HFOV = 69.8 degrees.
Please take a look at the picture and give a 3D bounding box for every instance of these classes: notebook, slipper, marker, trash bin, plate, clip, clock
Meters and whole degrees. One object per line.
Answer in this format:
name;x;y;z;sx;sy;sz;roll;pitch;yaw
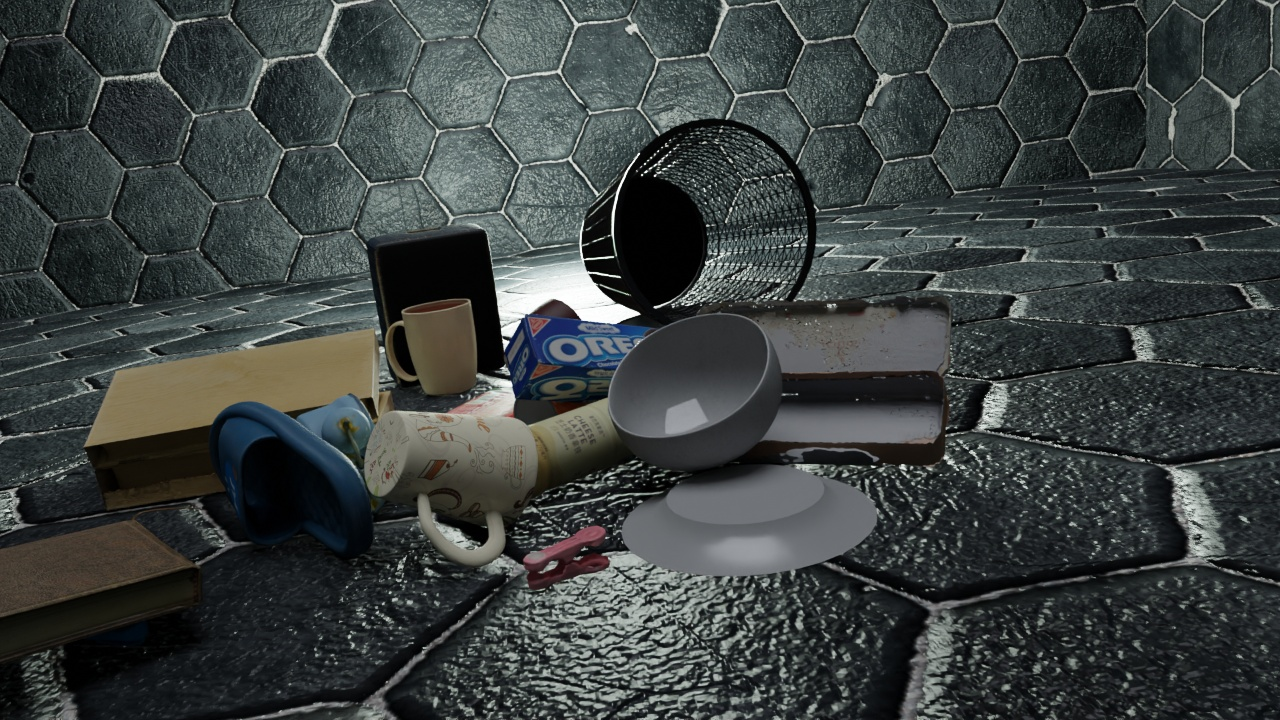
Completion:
notebook;-0.364;0.141;0.598;0.189;0.034;0.216;-12;7;-38
slipper;-0.270;0.089;0.679;0.214;0.104;0.059;10;24;41
marker;-0.355;0.168;0.574;0.123;0.015;0.018;-5;10;23
trash bin;0.040;-0.137;1.025;0.216;0.217;0.243;-11;7;-17
plate;0.072;0.099;0.626;0.173;0.019;0.172;-7;13;1
clip;-0.046;0.118;0.569;0.058;0.038;0.022;-19;20;-29
clock;-0.237;0.077;0.738;0.051;0.089;0.125;-20;15;-30

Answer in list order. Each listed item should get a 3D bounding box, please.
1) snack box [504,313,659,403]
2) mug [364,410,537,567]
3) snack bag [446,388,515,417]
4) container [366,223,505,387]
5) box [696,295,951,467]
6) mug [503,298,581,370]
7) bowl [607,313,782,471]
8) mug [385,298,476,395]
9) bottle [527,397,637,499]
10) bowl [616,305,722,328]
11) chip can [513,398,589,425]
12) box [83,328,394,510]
snack box;-0.005;0.005;0.823;0.226;0.060;0.059;6;50;-29
mug;-0.129;0.088;0.629;0.097;0.121;0.081;16;-47;-41
snack bag;-0.141;0.058;0.883;0.077;0.036;0.115;-1;14;23
container;-0.257;-0.071;1.166;0.145;0.187;0.071;-12;18;-20
box;0.137;0.011;0.744;0.217;0.058;0.153;-2;51;24
mug;-0.125;-0.012;1.118;0.088;0.087;0.114;-37;-1;-31
bowl;0.046;0.031;0.700;0.132;0.064;0.131;-18;38;14
mug;-0.250;-0.014;1.101;0.111;0.104;0.085;-6;13;10
bottle;-0.037;0.063;0.756;0.161;0.056;0.057;-17;16;-38
bowl;0.046;-0.024;1.089;0.151;0.057;0.150;-7;13;1
chip can;-0.022;0.029;0.883;0.062;0.062;0.209;5;18;43
box;-0.369;0.050;0.866;0.248;0.123;0.140;-10;10;-7
